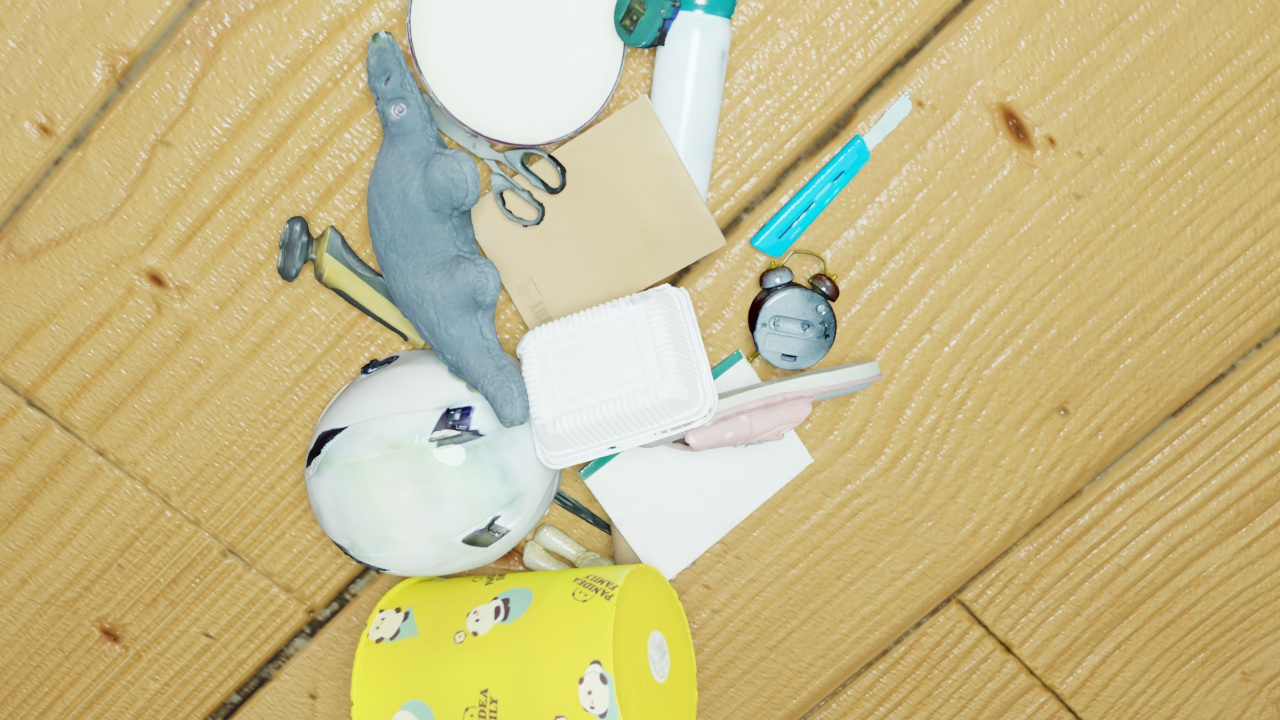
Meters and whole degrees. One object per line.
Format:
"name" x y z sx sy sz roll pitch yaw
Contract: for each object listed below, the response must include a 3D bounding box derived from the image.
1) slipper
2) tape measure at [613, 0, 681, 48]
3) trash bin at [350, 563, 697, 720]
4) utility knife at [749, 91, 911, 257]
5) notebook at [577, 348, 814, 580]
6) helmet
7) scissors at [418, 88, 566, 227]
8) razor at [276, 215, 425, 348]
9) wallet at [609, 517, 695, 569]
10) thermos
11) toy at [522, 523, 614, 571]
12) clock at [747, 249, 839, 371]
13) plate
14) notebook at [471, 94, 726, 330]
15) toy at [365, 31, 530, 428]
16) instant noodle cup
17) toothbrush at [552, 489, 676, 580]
"slipper" 0.113 0.052 0.884 0.274 0.114 0.054 -14 90 -20
"tape measure" 0.002 -0.295 0.783 0.058 0.025 0.055 43 122 26
"trash bin" -0.098 0.301 0.869 0.256 0.229 0.230 -15 110 22
"utility knife" 0.186 -0.177 0.882 0.034 0.018 0.203 41 100 -15
"notebook" 0.060 0.108 0.934 0.209 0.012 0.150 -37 102 -10
"helmet" -0.204 0.110 0.867 0.259 0.145 0.229 -13 102 1
"scissors" -0.140 -0.199 0.830 0.143 0.014 0.173 -15 101 19
"razor" -0.270 -0.069 0.867 0.167 0.062 0.067 39 69 -20
"wallet" 0.010 0.162 0.949 0.090 0.033 0.115 -7 90 -18
"thermos" 0.043 -0.236 0.827 0.073 0.073 0.224 6 107 -6
"toy" -0.050 0.227 0.980 0.157 0.066 0.105 27 89 -5
"clock" 0.150 -0.048 0.902 0.082 0.055 0.122 10 106 -7
"plate" -0.107 -0.283 0.795 0.192 0.039 0.192 -4 103 -21
"notebook" -0.048 -0.122 0.840 0.212 0.012 0.149 -27 98 22
"toy" -0.184 -0.106 0.818 0.091 0.138 0.356 -19 92 -34
"instant noodle cup" -0.031 0.009 0.808 0.174 0.060 0.138 -19 71 13
"toothbrush" -0.032 0.185 0.987 0.181 0.018 0.016 36 105 -13
